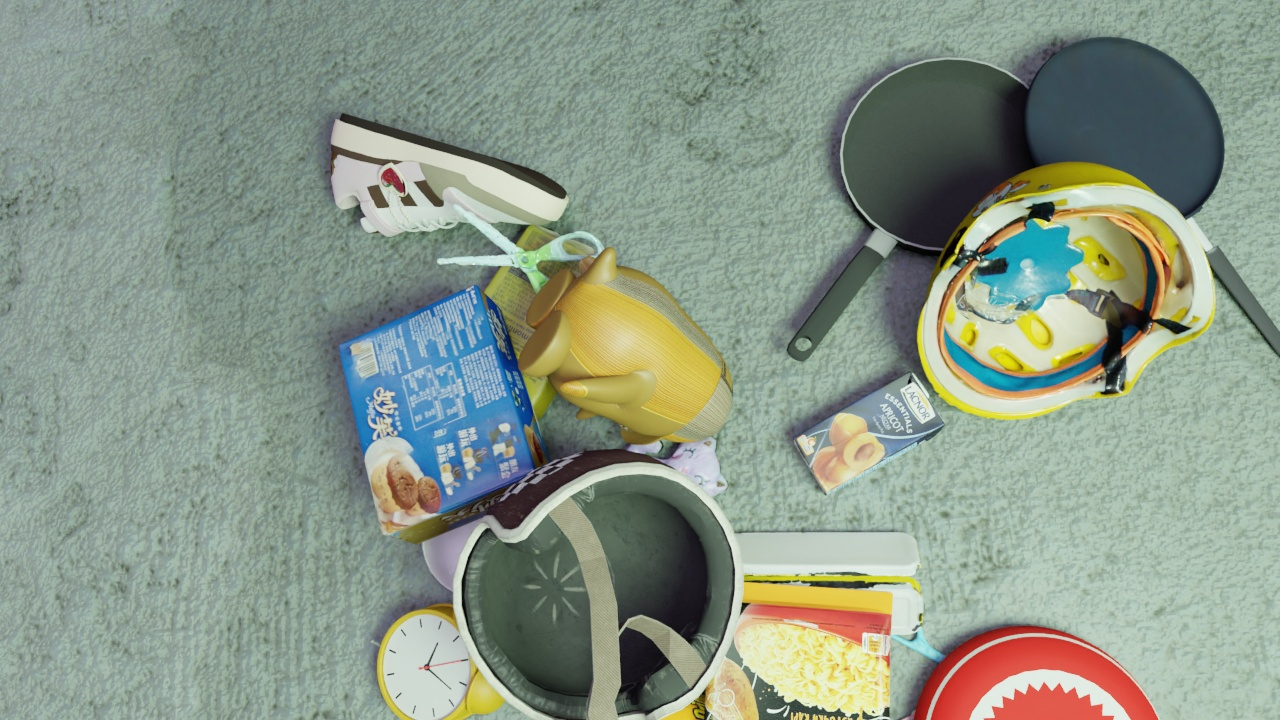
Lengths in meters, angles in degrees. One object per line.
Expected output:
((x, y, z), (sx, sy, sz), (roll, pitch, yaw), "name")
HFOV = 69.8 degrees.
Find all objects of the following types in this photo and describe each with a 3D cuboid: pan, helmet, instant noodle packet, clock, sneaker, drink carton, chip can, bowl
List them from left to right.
((-0.218, -0.173, 0.979), (0.294, 0.111, 0.116), (20, 100, 19), "sneaker")
((-0.187, 0.293, 0.889), (0.152, 0.052, 0.113), (-16, 76, 18), "clock")
((-0.152, 0.176, 0.909), (0.113, 0.063, 0.113), (-2, 77, 11), "bowl")
((-0.030, 0.194, 0.751), (0.233, 0.254, 0.233), (-41, 96, -27), "helmet")
((0.078, 0.344, 0.820), (0.215, 0.075, 0.075), (12, 80, 13), "chip can")
((0.131, 0.301, 0.770), (0.160, 0.032, 0.220), (1, 67, 11), "instant noodle packet")
((0.217, 0.070, 0.874), (0.130, 0.040, 0.064), (-30, 74, 3), "drink carton")
((0.258, -0.141, 0.911), (0.204, 0.044, 0.355), (36, 86, 16), "pan")
((0.292, 0.390, 0.779), (0.209, 0.067, 0.356), (42, 85, 12), "pan")
((0.359, -0.072, 0.818), (0.209, 0.139, 0.241), (36, 126, -11), "helmet")
((0.500, -0.150, 0.865), (0.198, 0.021, 0.356), (-29, 81, -12), "pan")

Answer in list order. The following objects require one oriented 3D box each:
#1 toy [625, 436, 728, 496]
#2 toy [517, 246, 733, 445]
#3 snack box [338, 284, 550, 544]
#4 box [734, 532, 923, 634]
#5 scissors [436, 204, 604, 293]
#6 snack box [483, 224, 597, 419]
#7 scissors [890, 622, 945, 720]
((0.031, 0.106, 0.904), (0.100, 0.036, 0.080), (-17, 68, 8), "toy")
((-0.005, 0.005, 0.869), (0.163, 0.203, 0.198), (-42, 27, 28), "toy")
((-0.187, 0.052, 0.883), (0.155, 0.069, 0.202), (-23, 66, 5), "snack box")
((0.153, 0.212, 0.852), (0.210, 0.079, 0.080), (-3, 107, 12), "box")
((-0.114, -0.092, 0.904), (0.170, 0.028, 0.138), (-1, 86, -18), "scissors")
((-0.109, -0.045, 0.962), (0.121, 0.045, 0.180), (28, 81, 18), "snack box")
((0.265, 0.284, 0.833), (0.135, 0.015, 0.135), (-40, 75, -6), "scissors")
